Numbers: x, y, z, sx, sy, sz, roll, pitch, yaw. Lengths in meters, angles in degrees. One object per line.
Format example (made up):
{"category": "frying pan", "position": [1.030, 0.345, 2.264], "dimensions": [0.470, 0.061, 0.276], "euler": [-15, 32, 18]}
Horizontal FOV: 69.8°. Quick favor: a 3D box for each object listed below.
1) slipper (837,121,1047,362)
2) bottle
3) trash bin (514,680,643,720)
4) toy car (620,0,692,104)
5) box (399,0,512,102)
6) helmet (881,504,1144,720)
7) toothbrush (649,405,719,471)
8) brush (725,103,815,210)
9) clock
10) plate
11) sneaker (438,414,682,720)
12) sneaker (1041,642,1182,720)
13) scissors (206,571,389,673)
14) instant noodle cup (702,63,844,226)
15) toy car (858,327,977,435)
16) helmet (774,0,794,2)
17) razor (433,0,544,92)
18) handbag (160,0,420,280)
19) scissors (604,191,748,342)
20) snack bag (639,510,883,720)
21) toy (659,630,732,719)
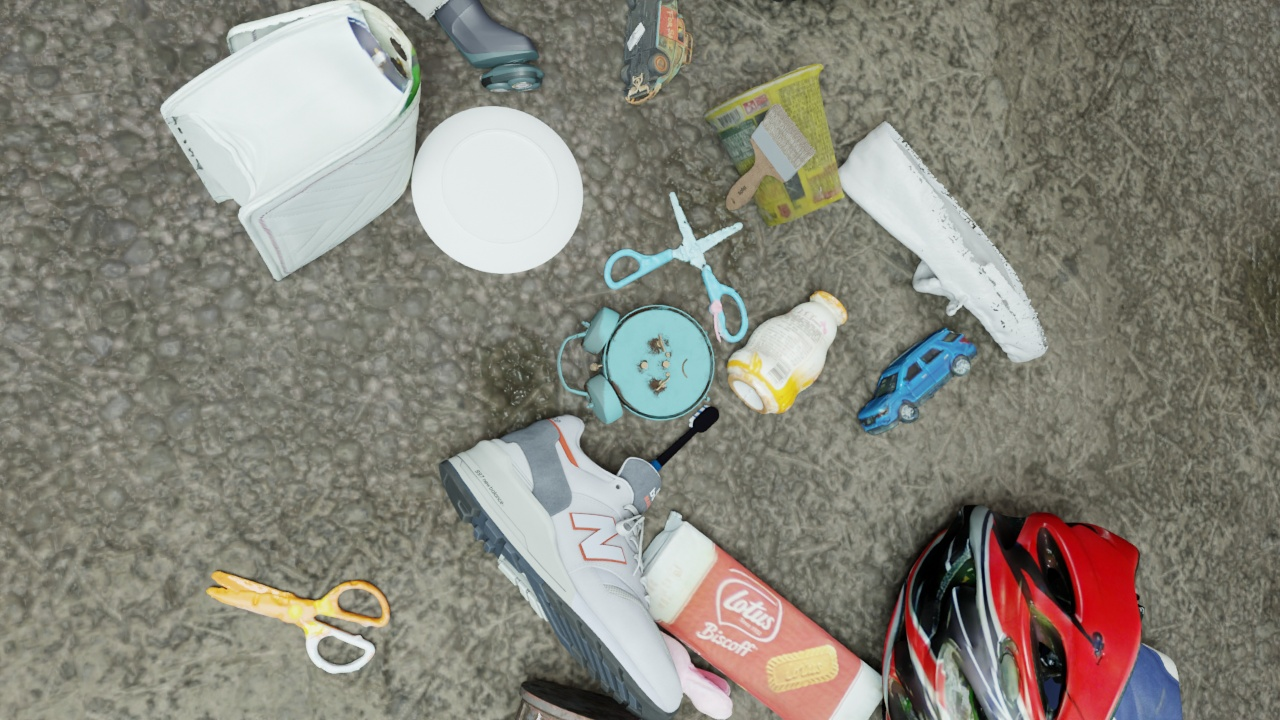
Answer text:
{"category": "slipper", "position": [0.264, -0.092, 0.792], "dimensions": [0.247, 0.075, 0.112], "euler": [45, 44, -9]}
{"category": "bottle", "position": [0.122, -0.009, 0.746], "dimensions": [0.108, 0.063, 0.063], "euler": [-45, 97, -15]}
{"category": "trash bin", "position": [-0.055, 0.344, 0.625], "dimensions": [0.130, 0.131, 0.211], "euler": [19, 78, -13]}
{"category": "toy car", "position": [0.016, -0.262, 0.752], "dimensions": [0.047, 0.047, 0.112], "euler": [6, 88, -39]}
{"category": "box", "position": [-0.171, -0.345, 0.802], "dimensions": [0.171, 0.404, 0.168], "euler": [41, 80, 7]}
{"category": "helmet", "position": [0.270, 0.226, 0.683], "dimensions": [0.167, 0.218, 0.271], "euler": [24, 41, 11]}
{"category": "toothbrush", "position": [0.000, 0.093, 0.725], "dimensions": [0.167, 0.014, 0.014], "euler": [-42, 107, -13]}
{"category": "brush", "position": [0.092, -0.145, 0.710], "dimensions": [0.008, 0.143, 0.045], "euler": [-35, 86, -18]}
{"category": "clock", "position": [-0.004, 0.004, 0.714], "dimensions": [0.124, 0.053, 0.090], "euler": [0, 83, -16]}
{"category": "plate", "position": [-0.110, -0.136, 0.720], "dimensions": [0.134, 0.011, 0.134], "euler": [2, 84, -16]}
{"category": "sneaker", "position": [-0.028, 0.128, 0.656], "dimensions": [0.124, 0.089, 0.240], "euler": [-38, 74, -25]}
{"category": "sneaker", "position": [0.385, 0.336, 0.778], "dimensions": [0.118, 0.092, 0.232], "euler": [23, 70, -15]}
{"category": "scissors", "position": [-0.246, 0.181, 0.648], "dimensions": [0.130, 0.013, 0.070], "euler": [17, 79, -15]}
{"category": "instant noodle cup", "position": [0.117, -0.173, 0.751], "dimensions": [0.102, 0.102, 0.108], "euler": [-26, 100, -17]}
{"category": "toy car", "position": [0.233, 0.018, 0.783], "dimensions": [0.120, 0.056, 0.043], "euler": [-39, 89, -19]}
{"category": "helmet", "position": [0.165, -0.360, 0.695], "dimensions": [0.131, 0.256, 0.205], "euler": [22, 78, -13]}
{"category": "razor", "position": [-0.132, -0.266, 0.713], "dimensions": [0.052, 0.047, 0.143], "euler": [-39, 93, 8]}
{"category": "handbag", "position": [-0.212, -0.140, 0.594], "dimensions": [0.141, 0.199, 0.096], "euler": [-39, 94, -17]}
{"category": "scissors", "position": [0.035, -0.071, 0.757], "dimensions": [0.135, 0.015, 0.135], "euler": [-20, 84, -19]}
{"category": "snack bag", "position": [0.092, 0.219, 0.727], "dimensions": [0.225, 0.041, 0.077], "euler": [40, 77, -10]}
{"category": "toy", "position": [0.020, 0.232, 0.689], "dimensions": [0.110, 0.063, 0.047], "euler": [26, 78, 0]}
